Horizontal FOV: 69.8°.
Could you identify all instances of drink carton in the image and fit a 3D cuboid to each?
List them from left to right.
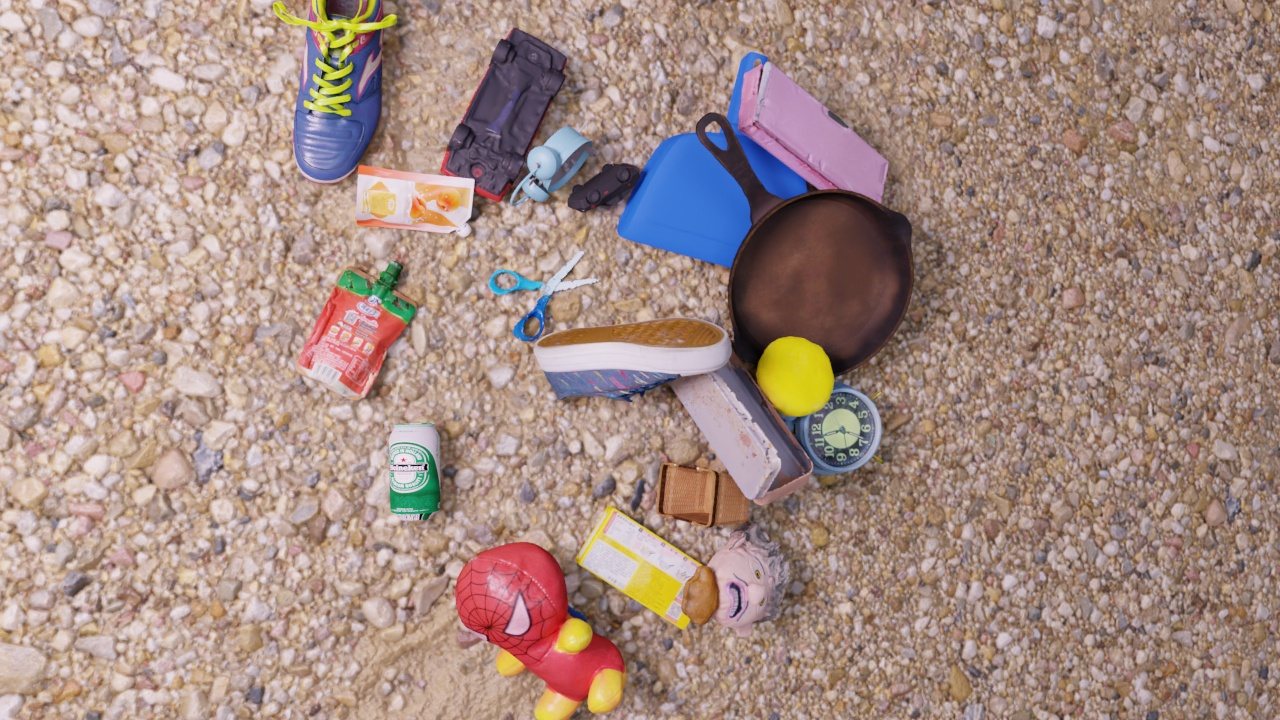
[{"bbox_3d":[-0.242,-0.171,0.992,0.122,0.038,0.069,3,121,-15],"label":"drink carton"}]

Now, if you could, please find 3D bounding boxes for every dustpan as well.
[{"bbox_3d":[0.115,-0.241,1.094,0.245,0.059,0.257,13,94,-16],"label":"dustpan"}]

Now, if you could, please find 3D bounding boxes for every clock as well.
[{"bbox_3d":[-0.099,-0.211,1.015,0.042,0.088,0.123,42,66,3],"label":"clock"},{"bbox_3d":[0.217,0.083,1.111,0.162,0.060,0.118,-4,91,-13],"label":"clock"}]

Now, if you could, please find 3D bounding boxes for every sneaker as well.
[{"bbox_3d":[-0.320,-0.307,0.950,0.116,0.091,0.241,7,86,-19],"label":"sneaker"},{"bbox_3d":[-0.006,0.006,0.988,0.087,0.236,0.079,-41,123,-52],"label":"sneaker"}]

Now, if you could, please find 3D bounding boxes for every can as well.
[{"bbox_3d":[-0.240,0.118,0.976,0.053,0.053,0.101,0,88,-17],"label":"can"}]

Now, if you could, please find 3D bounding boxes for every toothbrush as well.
[{"bbox_3d":[-0.108,0.252,1.031,0.132,0.016,0.021,46,76,-7],"label":"toothbrush"}]

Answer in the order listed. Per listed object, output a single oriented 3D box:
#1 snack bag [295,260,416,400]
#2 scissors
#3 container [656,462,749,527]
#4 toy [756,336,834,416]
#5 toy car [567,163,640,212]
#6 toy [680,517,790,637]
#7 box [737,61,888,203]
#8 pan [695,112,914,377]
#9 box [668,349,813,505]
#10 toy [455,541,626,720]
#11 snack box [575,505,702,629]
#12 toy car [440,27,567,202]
[{"bbox_3d":[-0.296,-0.039,0.977,0.087,0.044,0.155,30,75,-19],"label":"snack bag"},{"bbox_3d":[-0.103,-0.071,1.048,0.133,0.015,0.103,-13,88,-21],"label":"scissors"},{"bbox_3d":[0.073,0.153,1.043,0.061,0.114,0.063,8,85,-29],"label":"container"},{"bbox_3d":[0.178,0.018,1.056,0.094,0.041,0.095,-43,93,-16],"label":"toy"},{"bbox_3d":[-0.041,-0.195,1.056,0.091,0.042,0.036,-38,124,-14],"label":"toy car"},{"bbox_3d":[0.112,0.253,1.041,0.175,0.076,0.132,-9,93,-47],"label":"toy"},{"bbox_3d":[0.211,-0.253,1.083,0.232,0.046,0.097,28,58,-32],"label":"box"},{"bbox_3d":[0.169,-0.136,1.056,0.249,0.043,0.356,-38,112,3],"label":"pan"},{"bbox_3d":[0.106,0.051,1.017,0.107,0.095,0.216,-7,51,-37],"label":"box"},{"bbox_3d":[-0.109,0.285,0.979,0.148,0.098,0.216,-29,101,28],"label":"toy"},{"bbox_3d":[0.007,0.239,1.059,0.152,0.025,0.075,35,79,-12],"label":"snack box"},{"bbox_3d":[-0.149,-0.273,1.017,0.081,0.056,0.189,26,83,-15],"label":"toy car"}]
